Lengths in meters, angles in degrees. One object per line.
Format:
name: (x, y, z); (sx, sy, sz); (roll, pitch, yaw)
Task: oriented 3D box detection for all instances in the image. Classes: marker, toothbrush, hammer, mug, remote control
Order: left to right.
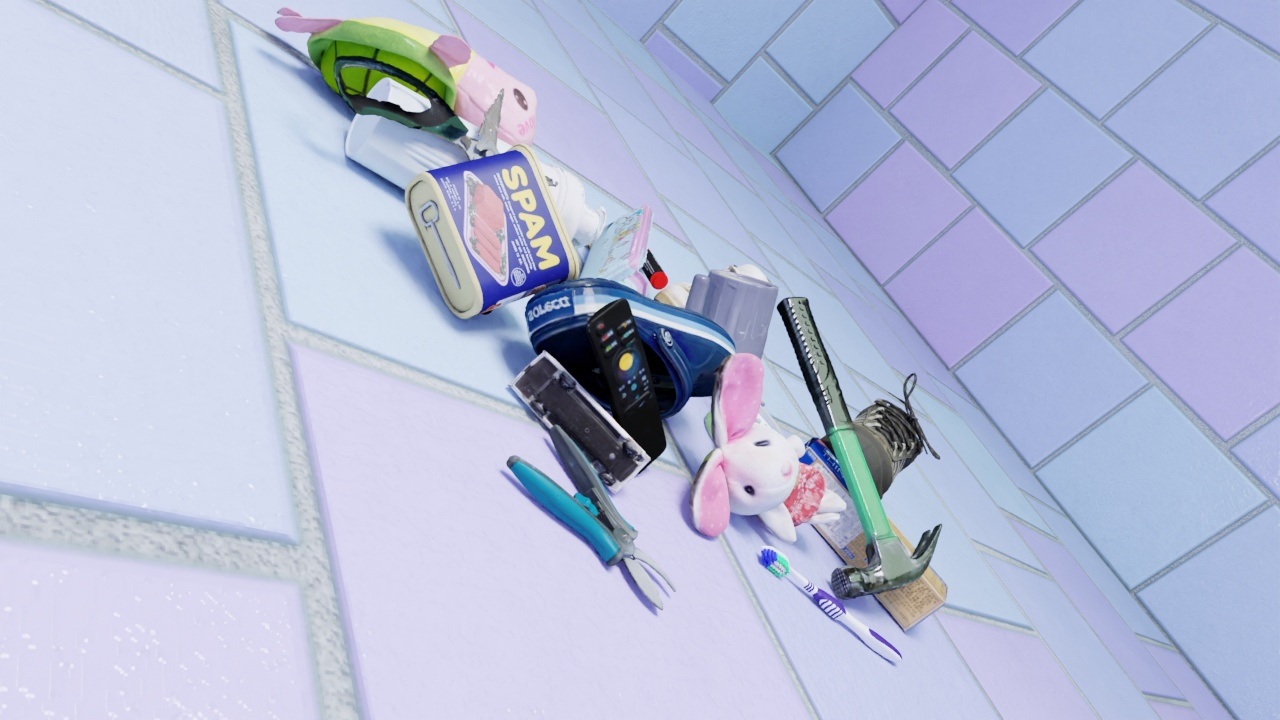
remote control: (-0.010, 0.022, 0.687); (0.020, 0.041, 0.152); (25, -38, 39)
marker: (0.011, -0.114, 1.100); (0.023, 0.021, 0.145); (63, 2, -25)
mug: (0.086, -0.039, 0.985); (0.123, 0.104, 0.084); (1, 19, -46)
toothbrush: (0.171, 0.219, 0.811); (0.186, 0.015, 0.016); (40, 25, -18)
hammer: (0.205, 0.075, 0.931); (0.130, 0.032, 0.318); (-5, 64, -24)

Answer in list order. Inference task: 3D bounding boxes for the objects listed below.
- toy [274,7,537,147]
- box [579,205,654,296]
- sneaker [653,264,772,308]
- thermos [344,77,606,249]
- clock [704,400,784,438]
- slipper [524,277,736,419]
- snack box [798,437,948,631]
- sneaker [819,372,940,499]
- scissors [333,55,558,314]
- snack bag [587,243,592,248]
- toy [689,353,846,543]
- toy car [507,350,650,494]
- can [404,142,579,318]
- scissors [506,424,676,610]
toy: (-0.203, -0.253, 0.817); (0.238, 0.087, 0.190); (18, -5, -27)
box: (-0.010, -0.092, 0.933); (0.089, 0.093, 0.213); (41, 20, -14)
sneaker: (0.105, -0.072, 1.120); (0.089, 0.102, 0.241); (52, 21, 14)
thermos: (-0.142, -0.158, 0.803); (0.220, 0.099, 0.099); (27, 27, -35)
clock: (0.109, 0.077, 0.922); (0.094, 0.043, 0.119); (32, 23, -33)
slipper: (-0.005, 0.004, 0.762); (0.252, 0.105, 0.095); (21, 51, -55)
snack box: (0.227, 0.176, 0.950); (0.206, 0.056, 0.057); (50, 21, 9)
sneaker: (0.291, 0.092, 1.063); (0.101, 0.143, 0.238); (51, 7, 12)
scissors: (-0.153, -0.142, 0.721); (0.201, 0.015, 0.201); (16, 69, -33)
snack bag: (-0.034, -0.132, 1.076); (0.026, 0.020, 0.099); (56, 22, 22)
toy: (0.110, 0.102, 0.809); (0.194, 0.084, 0.158); (38, 61, -39)
toy car: (-0.045, 0.045, 0.679); (0.113, 0.039, 0.039); (46, -2, -3)
can: (-0.113, -0.097, 0.695); (0.092, 0.057, 0.116); (-25, 95, -38)
scissors: (-0.033, 0.098, 0.621); (0.155, 0.019, 0.124); (37, 22, -30)
